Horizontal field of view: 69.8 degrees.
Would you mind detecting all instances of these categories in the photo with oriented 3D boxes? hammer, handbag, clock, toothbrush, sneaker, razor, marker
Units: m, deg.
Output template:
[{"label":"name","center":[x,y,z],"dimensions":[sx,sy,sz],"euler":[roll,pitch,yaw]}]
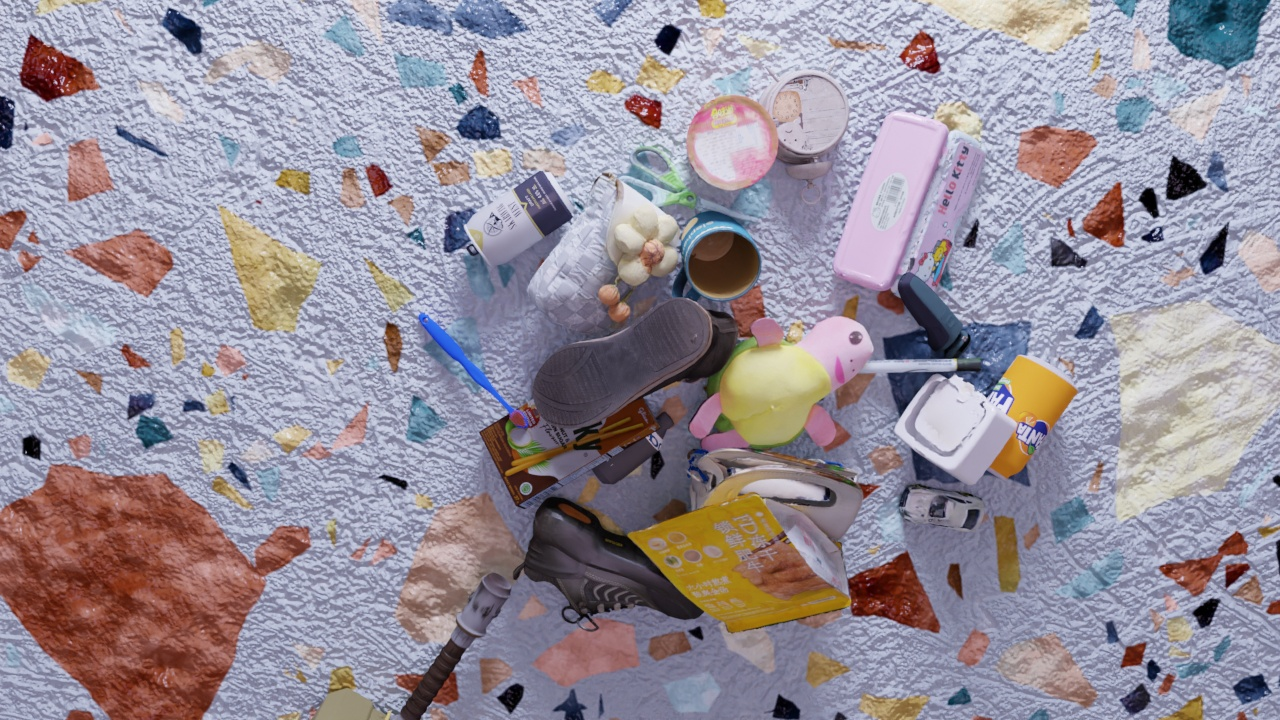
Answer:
[{"label":"hammer","center":[-0.254,0.394,1.098],"dimensions":[0.190,0.100,0.325],"euler":[33,96,-8]},{"label":"handbag","center":[-0.036,-0.103,1.015],"dimensions":[0.112,0.123,0.171],"euler":[29,100,-42]},{"label":"clock","center":[0.188,-0.255,1.036],"dimensions":[0.103,0.061,0.157],"euler":[-7,98,-2]},{"label":"toothbrush","center":[-0.194,0.012,1.061],"dimensions":[0.016,0.018,0.182],"euler":[-44,87,-2]},{"label":"sneaker","center":[-0.006,0.006,1.015],"dimensions":[0.235,0.119,0.095],"euler":[-32,75,22]},{"label":"sneaker","center":[-0.044,0.278,1.094],"dimensions":[0.238,0.101,0.143],"euler":[29,99,-8]},{"label":"razor","center":[0.341,-0.051,1.071],"dimensions":[0.143,0.052,0.047],"euler":[43,72,-29]},{"label":"handbag","center":[0.152,0.139,1.038],"dimensions":[0.200,0.200,0.092],"euler":[6,62,-8]},{"label":"marker","center":[0.328,0.006,1.090],"dimensions":[0.147,0.017,0.017],"euler":[-1,100,17]}]

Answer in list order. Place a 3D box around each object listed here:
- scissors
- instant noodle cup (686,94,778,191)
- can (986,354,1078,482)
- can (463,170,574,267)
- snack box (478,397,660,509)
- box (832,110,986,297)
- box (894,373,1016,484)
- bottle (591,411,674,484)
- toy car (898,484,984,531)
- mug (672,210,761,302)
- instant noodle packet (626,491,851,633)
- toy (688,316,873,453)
[{"label":"scissors","center":[0.061,-0.193,1.063],"dimensions":[0.175,0.033,0.078],"euler":[19,96,-11]},{"label":"instant noodle cup","center":[0.092,-0.235,1.009],"dimensions":[0.097,0.108,0.098],"euler":[-1,99,-4]},{"label":"can","center":[0.450,0.068,1.099],"dimensions":[0.079,0.079,0.142],"euler":[32,96,-8]},{"label":"can","center":[-0.140,-0.155,1.030],"dimensions":[0.127,0.064,0.064],"euler":[-33,100,2]},{"label":"snack box","center":[-0.083,0.081,1.068],"dimensions":[0.186,0.031,0.101],"euler":[-31,71,2]},{"label":"box","center":[0.315,-0.173,1.056],"dimensions":[0.150,0.073,0.201],"euler":[17,99,-7]},{"label":"box","center":[0.362,0.073,1.070],"dimensions":[0.076,0.107,0.102],"euler":[27,100,-40]},{"label":"bottle","center":[-0.009,0.102,1.091],"dimensions":[0.112,0.047,0.047],"euler":[-39,100,3]},{"label":"toy car","center":[0.376,0.185,1.139],"dimensions":[0.105,0.033,0.048],"euler":[11,100,-4]},{"label":"mug","center":[0.075,-0.112,1.029],"dimensions":[0.084,0.104,0.112],"euler":[33,109,-19]},{"label":"instant noodle packet","center":[0.111,0.213,1.015],"dimensions":[0.163,0.084,0.221],"euler":[-21,137,28]},{"label":"toy","center":[0.163,0.027,1.069],"dimensions":[0.238,0.087,0.190],"euler":[-34,112,2]}]
